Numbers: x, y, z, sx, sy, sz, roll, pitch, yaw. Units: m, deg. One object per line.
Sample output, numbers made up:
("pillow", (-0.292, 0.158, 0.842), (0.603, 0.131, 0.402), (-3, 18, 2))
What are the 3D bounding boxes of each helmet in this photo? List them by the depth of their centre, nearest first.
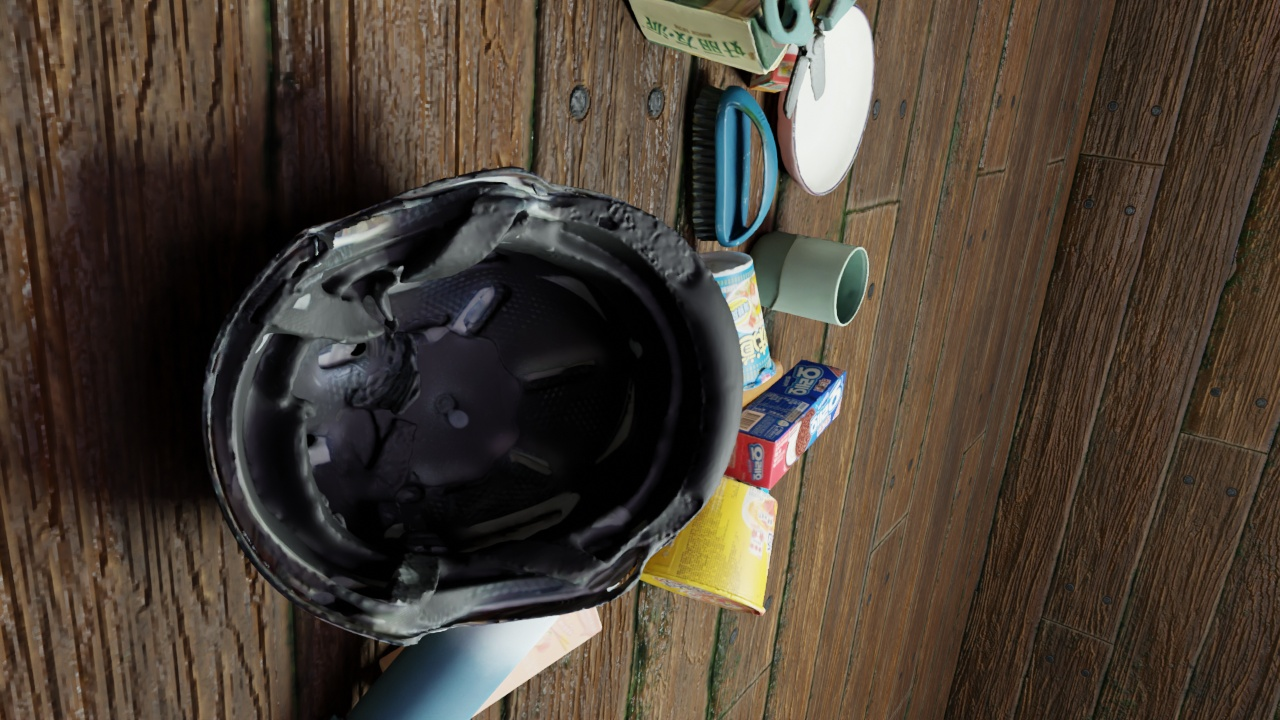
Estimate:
("helmet", (-0.095, 0.025, 0.502), (0.273, 0.157, 0.230), (-19, 95, -31))

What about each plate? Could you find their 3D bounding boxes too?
("plate", (0.187, -0.269, 0.949), (0.191, 0.039, 0.193), (-32, 131, -47))

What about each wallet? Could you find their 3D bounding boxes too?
("wallet", (0.066, 0.051, 0.871), (0.131, 0.031, 0.108), (-29, 169, -42))

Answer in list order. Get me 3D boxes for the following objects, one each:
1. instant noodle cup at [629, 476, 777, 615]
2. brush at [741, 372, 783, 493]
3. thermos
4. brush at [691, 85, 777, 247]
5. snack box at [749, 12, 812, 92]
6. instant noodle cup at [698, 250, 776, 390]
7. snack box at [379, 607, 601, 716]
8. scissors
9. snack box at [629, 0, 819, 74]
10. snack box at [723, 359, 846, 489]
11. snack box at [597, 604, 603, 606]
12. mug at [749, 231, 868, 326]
("instant noodle cup", (0.069, 0.177, 0.901), (0.138, 0.138, 0.109), (47, 57, -56))
("brush", (0.135, 0.114, 1.042), (0.083, 0.046, 0.255), (-35, 127, -51))
("thermos", (-0.125, 0.198, 0.587), (0.220, 0.070, 0.070), (-49, 148, 5))
("brush", (0.083, -0.166, 0.801), (0.055, 0.074, 0.144), (-42, 137, -48))
("snack box", (0.118, -0.270, 0.775), (0.155, 0.027, 0.077), (-87, -174, -75))
("instant noodle cup", (0.071, -0.039, 0.834), (0.099, 0.099, 0.110), (-33, 123, -47))
("snack box", (-0.105, 0.210, 0.678), (0.157, 0.026, 0.084), (-29, 132, -22))
("scissors", (0.132, -0.267, 0.643), (0.180, 0.019, 0.170), (-56, 150, -15))
("snack box", (0.100, -0.332, 0.677), (0.239, 0.114, 0.063), (-58, 152, -11))
("snack box", (0.153, 0.060, 0.954), (0.206, 0.057, 0.058), (-33, 132, -53))
("snack box", (-0.042, 0.138, 0.758), (0.113, 0.053, 0.125), (31, 85, -58))
("mug", (0.176, -0.084, 0.957), (0.111, 0.106, 0.082), (21, 86, -59))
